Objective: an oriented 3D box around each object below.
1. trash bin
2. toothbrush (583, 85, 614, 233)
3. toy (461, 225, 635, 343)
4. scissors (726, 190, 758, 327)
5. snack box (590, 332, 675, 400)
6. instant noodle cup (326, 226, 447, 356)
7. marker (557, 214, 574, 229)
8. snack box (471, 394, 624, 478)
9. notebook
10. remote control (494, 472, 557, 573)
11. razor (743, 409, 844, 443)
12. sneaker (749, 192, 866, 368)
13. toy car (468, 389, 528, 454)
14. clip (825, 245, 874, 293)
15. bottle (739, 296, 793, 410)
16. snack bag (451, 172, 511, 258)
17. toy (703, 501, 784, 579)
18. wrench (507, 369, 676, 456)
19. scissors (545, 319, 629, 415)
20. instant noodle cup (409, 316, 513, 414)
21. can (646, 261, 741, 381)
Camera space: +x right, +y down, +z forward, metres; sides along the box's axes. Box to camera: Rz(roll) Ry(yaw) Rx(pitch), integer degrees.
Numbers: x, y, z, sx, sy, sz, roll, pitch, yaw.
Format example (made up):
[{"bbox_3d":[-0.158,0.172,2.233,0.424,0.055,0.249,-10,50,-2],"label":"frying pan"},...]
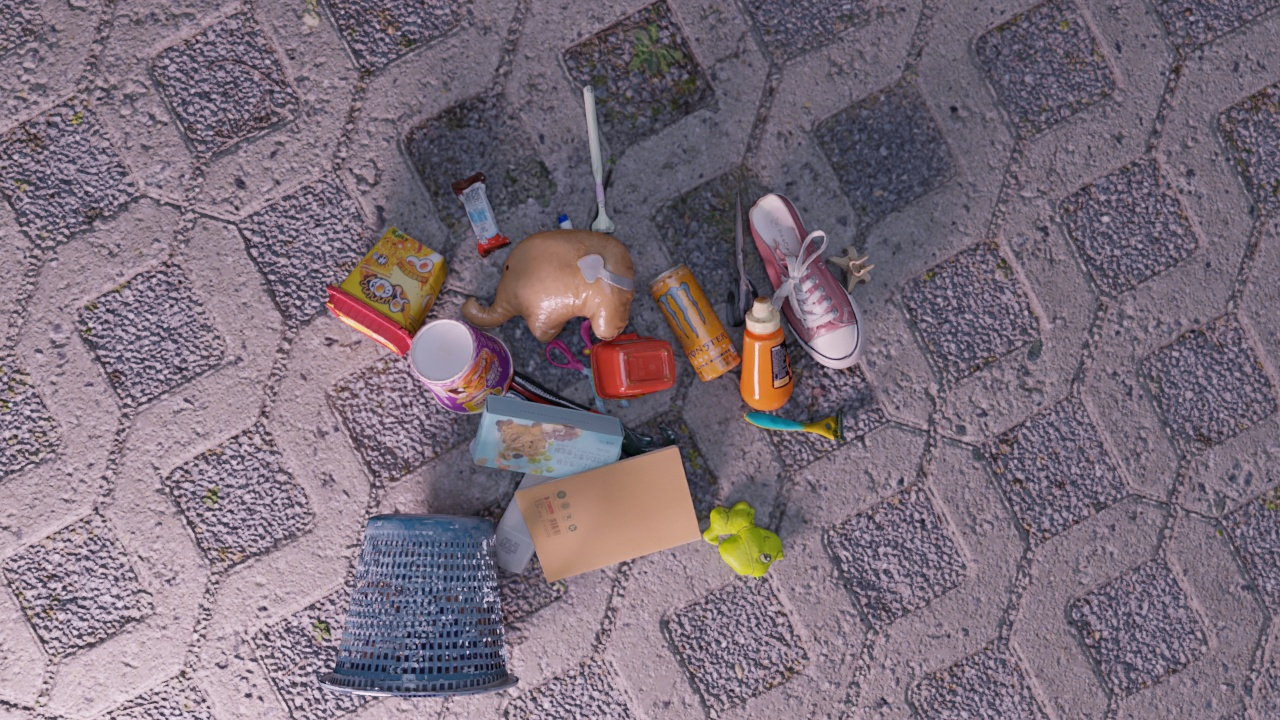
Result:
[{"bbox_3d":[-0.252,0.282,1.087,0.226,0.227,0.195,2,78,-2],"label":"trash bin"},{"bbox_3d":[-0.057,-0.256,1.168,0.029,0.020,0.189,-6,90,-8],"label":"toothbrush"},{"bbox_3d":[-0.114,-0.094,1.134,0.226,0.082,0.143,-2,84,21],"label":"toy"},{"bbox_3d":[0.122,-0.127,1.170,0.014,0.133,0.175,2,47,-25],"label":"scissors"},{"bbox_3d":[-0.007,0.007,1.130,0.091,0.080,0.082,-8,91,-23],"label":"snack box"},{"bbox_3d":[-0.302,-0.086,1.123,0.116,0.116,0.123,31,78,-1],"label":"instant noodle cup"},{"bbox_3d":[-0.072,-0.117,1.169,0.017,0.017,0.146,-23,91,-1],"label":"marker"},{"bbox_3d":[-0.113,0.098,1.123,0.174,0.051,0.074,11,113,-15],"label":"snack box"},{"bbox_3d":[-0.037,0.194,1.149,0.207,0.008,0.148,-16,117,-1],"label":"notebook"},{"bbox_3d":[-0.141,0.195,1.169,0.058,0.021,0.150,29,90,-1],"label":"remote control"},{"bbox_3d":[0.196,0.080,1.172,0.132,0.028,0.043,6,67,-5],"label":"razor"},{"bbox_3d":[0.197,-0.097,1.128,0.118,0.087,0.241,-27,87,23],"label":"sneaker"},{"bbox_3d":[-0.179,0.088,1.157,0.049,0.031,0.106,28,101,0],"label":"toy car"},{"bbox_3d":[0.259,-0.124,1.145,0.035,0.102,0.095,-29,66,0],"label":"clip"},{"bbox_3d":[0.152,-0.011,1.124,0.067,0.066,0.150,-9,123,-2],"label":"bottle"},{"bbox_3d":[-0.202,-0.184,1.160,0.045,0.026,0.105,-22,90,8],"label":"snack bag"},{"bbox_3d":[0.131,0.231,1.172,0.096,0.031,0.100,-11,86,-2],"label":"toy"},{"bbox_3d":[-0.084,0.063,1.168,0.273,0.016,0.056,22,104,0],"label":"wrench"},{"bbox_3d":[-0.070,0.017,1.172,0.108,0.017,0.135,-10,98,7],"label":"scissors"},{"bbox_3d":[-0.222,0.000,1.112,0.112,0.099,0.111,-3,72,10],"label":"instant noodle cup"},{"bbox_3d":[0.068,-0.048,1.153,0.058,0.058,0.146,-31,91,-1],"label":"can"}]
